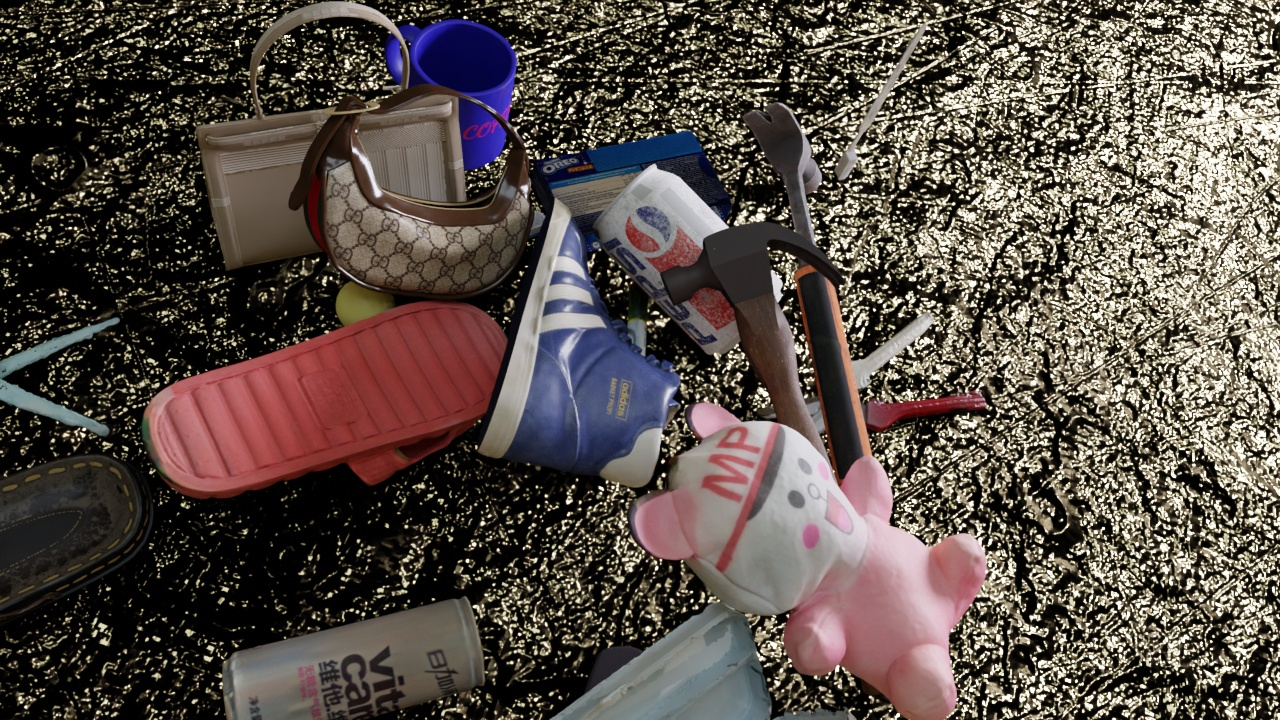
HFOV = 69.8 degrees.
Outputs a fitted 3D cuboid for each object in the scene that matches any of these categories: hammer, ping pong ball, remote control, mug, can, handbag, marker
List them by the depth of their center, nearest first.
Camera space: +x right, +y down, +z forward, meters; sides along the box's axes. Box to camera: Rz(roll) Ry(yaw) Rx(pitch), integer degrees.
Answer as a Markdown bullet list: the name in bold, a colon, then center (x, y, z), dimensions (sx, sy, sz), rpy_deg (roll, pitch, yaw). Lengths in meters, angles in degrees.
- **can**: center (-0.161, 0.177, 0.522), dimensions (0.135, 0.054, 0.054), rpy_deg (-9, 64, -19)
- **remote control**: center (-0.023, 0.232, 0.553), dimensions (0.046, 0.009, 0.124), rpy_deg (24, 58, -1)
- **handbag**: center (-0.203, -0.153, 0.611), dimensions (0.175, 0.198, 0.062), rpy_deg (-15, 66, -22)
- **handbag**: center (-0.149, -0.115, 0.618), dimensions (0.166, 0.138, 0.063), rpy_deg (5, 21, -40)
- **hammer**: center (0.113, 0.062, 0.619), dimensions (0.115, 0.033, 0.323), rpy_deg (-18, 84, 1)
- **ping pong ball**: center (-0.192, -0.038, 0.642), dimensions (0.040, 0.040, 0.040), rpy_deg (7, 60, -12)
- **marker**: center (-0.004, 0.004, 0.683), dimensions (0.017, 0.017, 0.146), rpy_deg (9, 59, -10)
- **can**: center (0.035, -0.075, 0.687), dimensions (0.136, 0.078, 0.078), rpy_deg (45, 59, -2)
- **hammer**: center (0.132, -0.053, 0.697), dimensions (0.035, 0.137, 0.313), rpy_deg (-16, 64, 20)
- **mug**: center (-0.156, -0.218, 0.728), dimensions (0.111, 0.084, 0.079), rpy_deg (35, 58, 6)

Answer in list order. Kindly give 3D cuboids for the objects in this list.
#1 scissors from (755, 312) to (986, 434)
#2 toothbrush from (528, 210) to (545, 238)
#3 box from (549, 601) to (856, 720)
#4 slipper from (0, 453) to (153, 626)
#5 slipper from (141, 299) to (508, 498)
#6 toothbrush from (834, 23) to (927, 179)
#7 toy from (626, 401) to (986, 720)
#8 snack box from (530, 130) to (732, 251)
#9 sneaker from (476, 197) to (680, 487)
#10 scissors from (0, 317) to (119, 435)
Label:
- **scissors**: center (0.189, 0.023, 0.725), dimensions (0.187, 0.015, 0.178), rpy_deg (23, 59, -1)
- **toothbrush**: center (-0.144, -0.081, 0.695), dimensions (0.166, 0.014, 0.016), rpy_deg (-24, 70, -25)
- **box**: center (0.026, 0.233, 0.484), dimensions (0.215, 0.125, 0.107), rpy_deg (-28, 114, -31)
- **slipper**: center (-0.404, 0.113, 0.480), dimensions (0.267, 0.076, 0.113), rpy_deg (-20, 68, -24)
- **slipper**: center (-0.188, 0.031, 0.594), dimensions (0.248, 0.059, 0.103), rpy_deg (-23, 70, -41)
- **toothbrush**: center (0.197, -0.207, 0.758), dimensions (0.010, 0.182, 0.010), rpy_deg (-14, 69, -16)
- **toy**: center (0.100, 0.115, 0.553), dimensions (0.213, 0.084, 0.141), rpy_deg (32, 52, 1)
- **snack box**: center (-0.007, -0.141, 0.758), dimensions (0.150, 0.027, 0.082), rpy_deg (-15, 66, -23)
- **sneaker**: center (-0.027, -0.015, 0.634), dimensions (0.118, 0.092, 0.232), rpy_deg (19, 41, -12)
- **scissors**: center (-0.415, 0.008, 0.572), dimensions (0.171, 0.023, 0.167), rpy_deg (-35, 69, -30)
